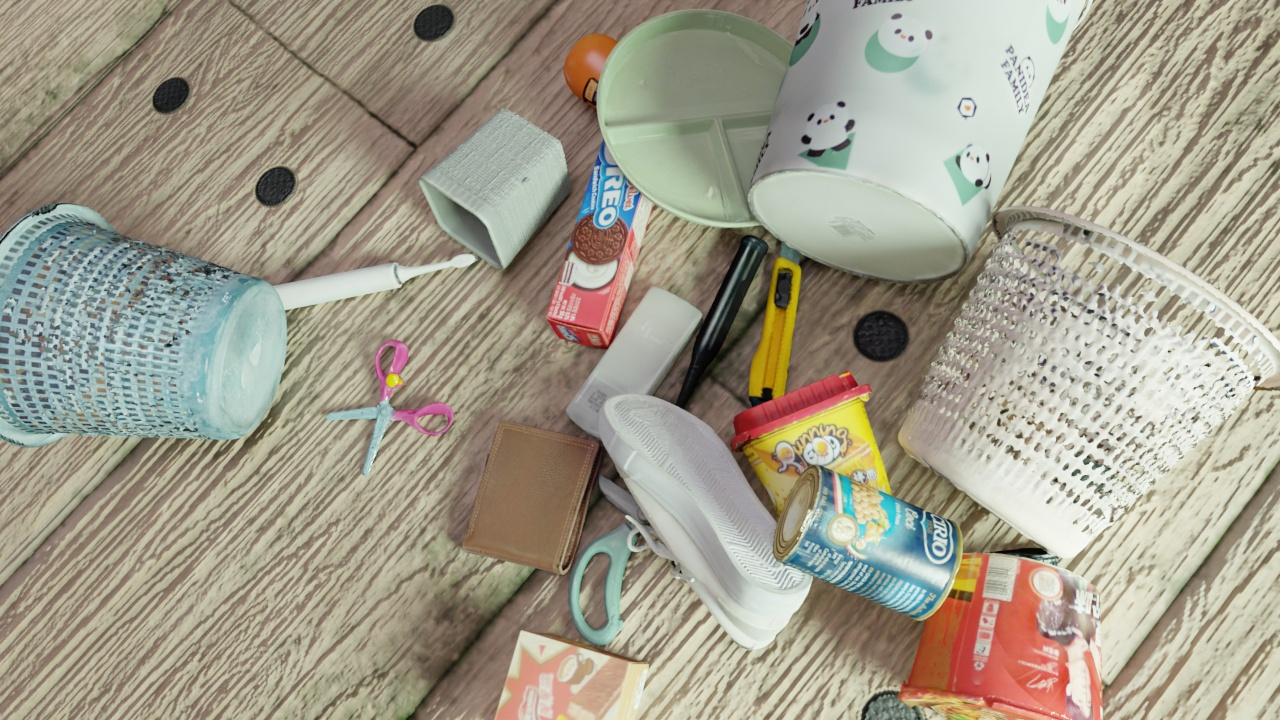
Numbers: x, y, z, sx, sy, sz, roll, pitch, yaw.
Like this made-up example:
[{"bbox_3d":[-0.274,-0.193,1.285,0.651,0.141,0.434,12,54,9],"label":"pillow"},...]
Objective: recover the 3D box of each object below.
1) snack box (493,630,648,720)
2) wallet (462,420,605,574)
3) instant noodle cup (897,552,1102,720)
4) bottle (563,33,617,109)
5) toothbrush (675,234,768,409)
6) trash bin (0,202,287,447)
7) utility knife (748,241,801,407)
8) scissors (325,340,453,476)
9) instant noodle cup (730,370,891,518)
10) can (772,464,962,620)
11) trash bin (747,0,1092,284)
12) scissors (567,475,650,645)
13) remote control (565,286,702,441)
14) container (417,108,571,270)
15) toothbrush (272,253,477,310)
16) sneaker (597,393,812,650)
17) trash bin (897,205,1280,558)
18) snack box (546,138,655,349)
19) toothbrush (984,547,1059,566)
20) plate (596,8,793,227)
[{"bbox_3d":[-0.056,0.272,0.725,0.094,0.077,0.092,12,75,15],"label":"snack box"},{"bbox_3d":[-0.095,0.119,0.810,0.101,0.032,0.124,11,74,18],"label":"wallet"},{"bbox_3d":[0.266,0.207,0.657,0.138,0.138,0.108,12,67,15],"label":"instant noodle cup"},{"bbox_3d":[-0.007,-0.257,0.903,0.149,0.067,0.066,42,84,13],"label":"bottle"},{"bbox_3d":[0.060,-0.017,0.825,0.027,0.026,0.212,27,79,-3],"label":"toothbrush"},{"bbox_3d":[-0.446,-0.015,0.841,0.195,0.227,0.226,11,74,1],"label":"trash bin"},{"bbox_3d":[0.127,-0.059,0.832,0.033,0.015,0.230,7,73,12],"label":"utility knife"},{"bbox_3d":[-0.235,0.047,0.870,0.136,0.017,0.133,12,79,13],"label":"scissors"},{"bbox_3d":[0.143,0.086,0.735,0.116,0.116,0.123,-22,81,1],"label":"instant noodle cup"},{"bbox_3d":[0.157,0.127,0.648,0.111,0.075,0.075,23,77,-3],"label":"can"},{"bbox_3d":[0.217,-0.215,0.755,0.230,0.229,0.251,19,78,16],"label":"trash bin"},{"bbox_3d":[0.021,0.172,0.775,0.170,0.019,0.174,20,76,18],"label":"scissors"},{"bbox_3d":[-0.005,0.005,0.833,0.058,0.021,0.150,32,80,19],"label":"remote control"},{"bbox_3d":[-0.133,-0.167,0.876,0.090,0.090,0.114,35,71,19],"label":"container"},{"bbox_3d":[-0.269,-0.080,0.911,0.221,0.026,0.027,-10,96,8],"label":"toothbrush"},{"bbox_3d":[0.040,0.126,0.741,0.089,0.091,0.242,-11,44,-33],"label":"sneaker"},{"bbox_3d":[0.306,0.027,0.677,0.227,0.227,0.192,37,95,20],"label":"trash bin"},{"bbox_3d":[-0.029,-0.118,0.860,0.057,0.058,0.207,13,74,12],"label":"snack box"},{"bbox_3d":[0.237,0.164,0.738,0.189,0.014,0.018,-6,101,11],"label":"toothbrush"},{"bbox_3d":[0.071,-0.224,0.854,0.230,0.028,0.230,4,71,-12],"label":"plate"}]
